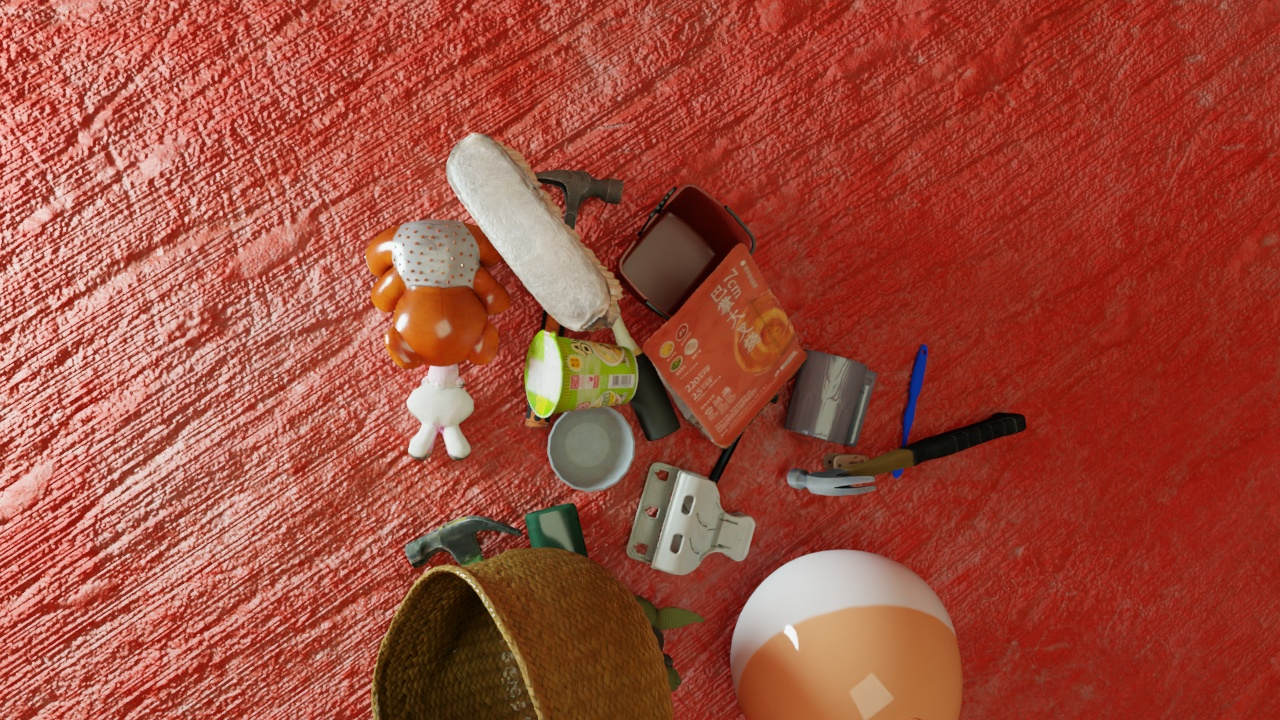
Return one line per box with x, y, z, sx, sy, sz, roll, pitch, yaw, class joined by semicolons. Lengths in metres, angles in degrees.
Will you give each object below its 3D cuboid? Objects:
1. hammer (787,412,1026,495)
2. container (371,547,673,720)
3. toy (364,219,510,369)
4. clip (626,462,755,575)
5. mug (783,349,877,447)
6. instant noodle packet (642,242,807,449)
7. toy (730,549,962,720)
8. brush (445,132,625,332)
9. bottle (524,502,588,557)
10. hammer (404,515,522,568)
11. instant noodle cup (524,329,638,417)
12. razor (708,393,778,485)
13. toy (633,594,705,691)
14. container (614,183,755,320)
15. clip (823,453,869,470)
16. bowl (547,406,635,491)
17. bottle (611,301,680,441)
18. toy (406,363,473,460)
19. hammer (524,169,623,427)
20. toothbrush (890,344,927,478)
0.353;0.115;1.153;0.332;0.118;0.025;-13;96;-24;hammer
-0.112;0.352;0.937;0.196;0.308;0.307;-3;91;-43;container
-0.232;-0.074;1.060;0.163;0.093;0.172;-3;78;-14;toy
0.069;0.204;1.124;0.152;0.096;0.126;17;89;-1;clip
0.246;0.051;1.165;0.123;0.084;0.104;17;87;-38;mug
0.094;-0.017;1.055;0.164;0.221;0.084;-47;56;-7;instant noodle packet
0.243;0.363;1.054;0.265;0.280;0.263;10;124;-16;toy
-0.121;-0.145;1.042;0.083;0.056;0.271;-41;79;14;brush
-0.093;0.240;1.089;0.061;0.061;0.131;-12;85;-14;bottle
-0.155;0.334;1.102;0.130;0.032;0.319;-26;96;-11;hammer
-0.066;0.017;1.063;0.107;0.099;0.099;2;90;-32;instant noodle cup
0.125;0.093;1.164;0.144;0.022;0.042;-58;140;-2;razor
-0.020;0.351;1.082;0.179;0.078;0.152;4;50;7;toy
0.049;-0.123;1.054;0.127;0.201;0.148;41;82;-9;container
0.269;0.131;1.183;0.060;0.041;0.024;-6;93;-6;clip
-0.062;0.104;1.115;0.106;0.039;0.106;0;90;-12;bowl
-0.007;0.007;1.122;0.045;0.045;0.184;-24;95;-11;bottle
-0.234;0.059;1.081;0.079;0.038;0.122;5;90;1;toy
-0.113;-0.076;1.107;0.137;0.035;0.314;9;89;-12;hammer
0.356;0.067;1.215;0.016;0.018;0.182;15;84;-11;toothbrush
